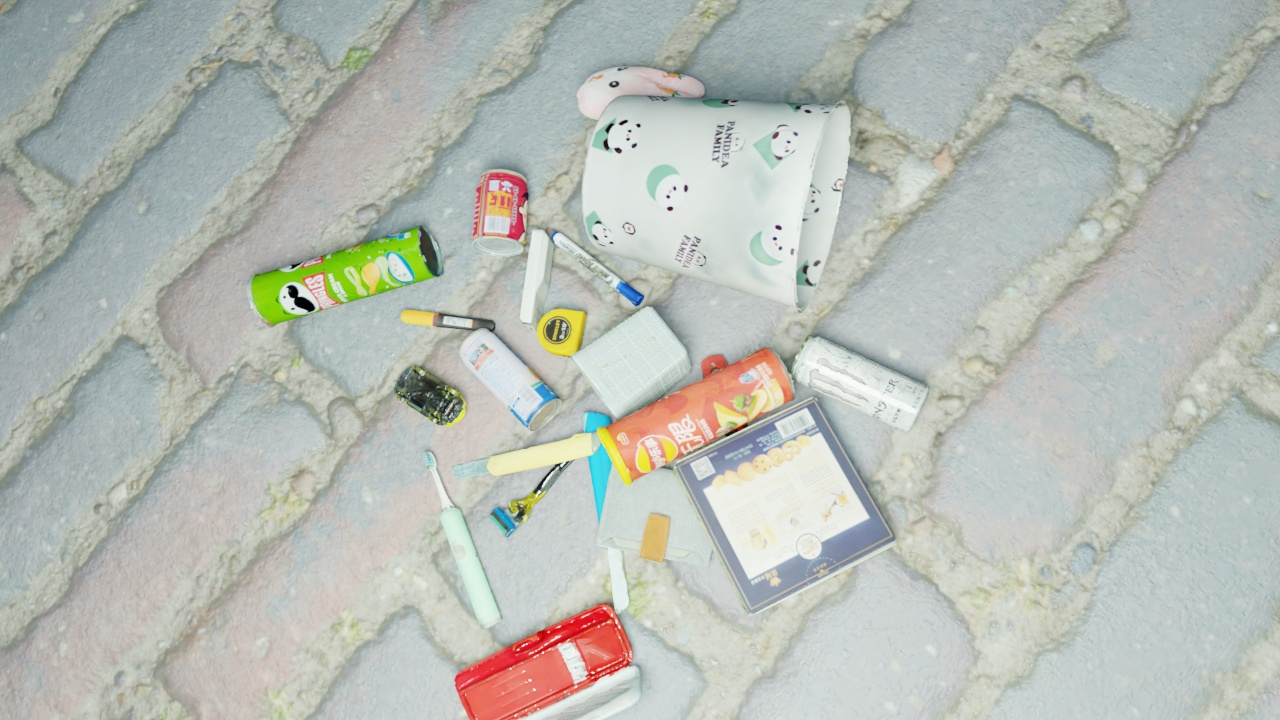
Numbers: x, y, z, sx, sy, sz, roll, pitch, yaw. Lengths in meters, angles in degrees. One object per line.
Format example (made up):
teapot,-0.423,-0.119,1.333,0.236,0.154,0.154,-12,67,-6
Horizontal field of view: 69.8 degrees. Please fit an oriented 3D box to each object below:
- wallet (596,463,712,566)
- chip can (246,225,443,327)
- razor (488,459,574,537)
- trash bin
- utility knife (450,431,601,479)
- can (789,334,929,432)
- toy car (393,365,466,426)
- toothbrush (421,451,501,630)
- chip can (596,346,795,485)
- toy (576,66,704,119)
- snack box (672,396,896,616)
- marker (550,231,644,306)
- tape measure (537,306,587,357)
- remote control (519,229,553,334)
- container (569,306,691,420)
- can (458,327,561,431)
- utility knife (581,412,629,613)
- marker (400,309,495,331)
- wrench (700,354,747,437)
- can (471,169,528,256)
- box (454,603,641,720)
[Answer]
wallet,0.022,0.173,1.037,0.130,0.037,0.106,11,76,4
chip can,-0.375,-0.108,1.169,0.236,0.072,0.072,-15,74,6
razor,-0.116,0.147,1.084,0.142,0.022,0.043,-46,51,-9
trash bin,0.085,-0.191,1.035,0.252,0.229,0.229,14,79,19
utility knife,-0.137,0.115,1.088,0.202,0.021,0.031,-12,66,11
can,0.245,0.025,1.028,0.147,0.058,0.058,26,82,15
toy car,-0.258,0.045,1.130,0.105,0.032,0.048,28,83,27
toothbrush,-0.214,0.208,1.083,0.026,0.027,0.224,-27,73,9
chip can,0.063,0.061,1.021,0.216,0.073,0.073,-25,73,-7
toy,-0.001,-0.334,1.149,0.159,0.054,0.121,3,39,9
snack box,0.154,0.158,1.002,0.178,0.046,0.182,-24,73,-8
marker,-0.055,-0.115,1.140,0.146,0.017,0.017,39,85,17
tape measure,-0.096,-0.034,1.121,0.057,0.029,0.060,9,78,11
remote control,-0.128,-0.098,1.132,0.024,0.049,0.124,5,78,8
container,-0.006,0.006,1.065,0.111,0.090,0.090,-36,73,-3
can,-0.158,0.022,1.105,0.053,0.053,0.134,-46,73,-3
utility knife,-0.038,0.173,1.064,0.034,0.018,0.234,-7,75,-6
marker,-0.243,-0.049,1.160,0.124,0.015,0.018,6,79,9
wrench,0.119,0.121,1.050,0.056,0.016,0.273,-14,75,2
can,-0.176,-0.185,1.153,0.066,0.066,0.093,0,76,10
box,-0.103,0.354,0.989,0.201,0.100,0.110,-26,85,3
